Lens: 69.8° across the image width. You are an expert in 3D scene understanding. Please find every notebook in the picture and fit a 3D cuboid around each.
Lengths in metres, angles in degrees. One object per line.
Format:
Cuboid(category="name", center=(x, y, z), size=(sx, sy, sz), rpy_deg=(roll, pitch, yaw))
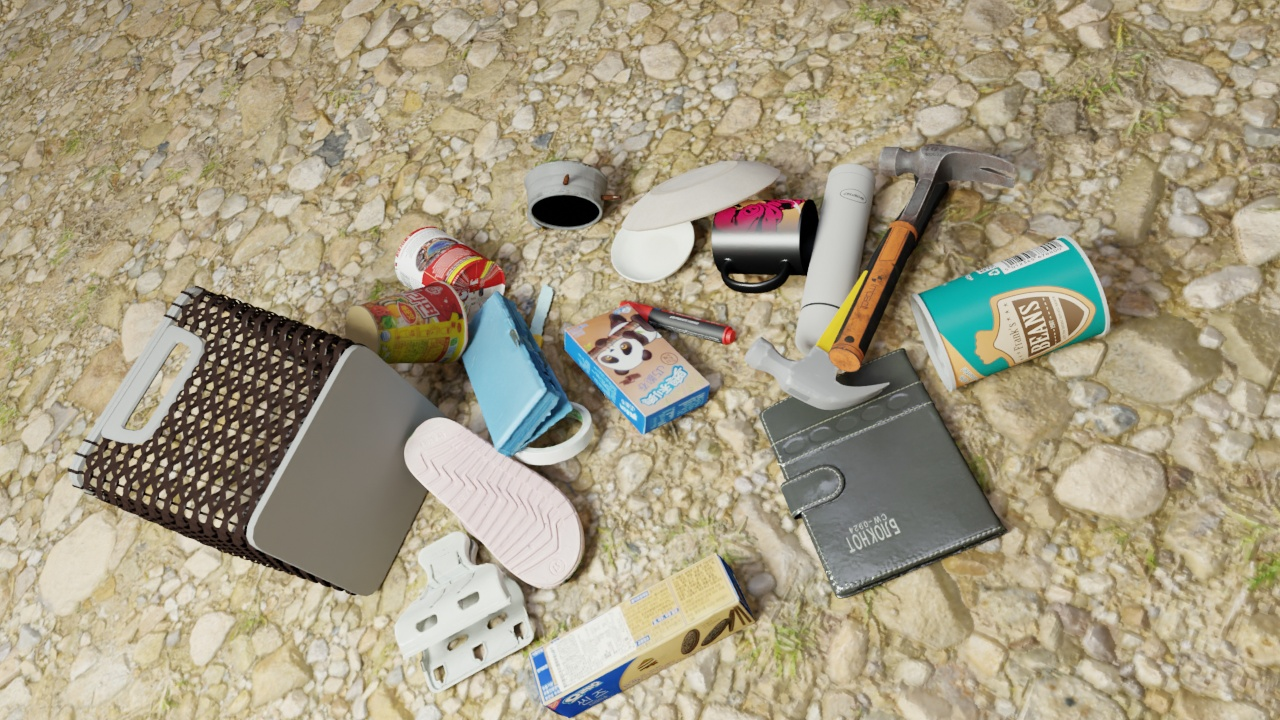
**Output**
Cuboid(category="notebook", center=(0.217, 0.102, 0.870), size=(0.169, 0.029, 0.208), rpy_deg=(-24, 52, 6))

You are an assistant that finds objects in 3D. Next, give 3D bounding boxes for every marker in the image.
Cuboid(category="marker", center=(0.041, -0.043, 1.034), size=(0.145, 0.021, 0.023), rpy_deg=(16, 39, 30))

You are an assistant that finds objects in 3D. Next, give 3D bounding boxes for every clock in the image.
Cuboid(category="clock", center=(-0.101, -0.201, 1.147), size=(0.148, 0.103, 0.056), rpy_deg=(-24, 59, 46))

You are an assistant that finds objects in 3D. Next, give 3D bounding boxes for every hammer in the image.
Cuboid(category="hammer", center=(0.257, -0.106, 0.874), size=(0.138, 0.035, 0.313), rpy_deg=(10, 50, 30))
Cuboid(category="hammer", center=(0.236, -0.081, 0.928), size=(0.127, 0.029, 0.322), rpy_deg=(35, 64, 6))

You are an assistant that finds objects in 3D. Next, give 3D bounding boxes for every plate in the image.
Cuboid(category="plate", center=(0.065, -0.195, 1.043), size=(0.189, 0.027, 0.188), rpy_deg=(-18, 19, 6))
Cuboid(category="plate", center=(0.018, -0.132, 1.092), size=(0.104, 0.026, 0.104), rpy_deg=(-10, 59, 17))

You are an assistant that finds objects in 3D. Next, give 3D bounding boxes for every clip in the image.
Cuboid(category="clip", center=(-0.190, 0.241, 0.933), size=(0.126, 0.099, 0.152), rpy_deg=(-28, 65, 3))

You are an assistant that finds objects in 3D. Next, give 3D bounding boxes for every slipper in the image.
Cuboid(category="slipper", center=(-0.150, 0.149, 0.979), size=(0.239, 0.064, 0.094), rpy_deg=(36, 76, 21))

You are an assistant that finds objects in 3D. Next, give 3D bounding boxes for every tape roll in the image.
Cuboid(category="tape roll", center=(-0.098, 0.078, 1.000), size=(0.094, 0.018, 0.093), rpy_deg=(-9, 32, 6))

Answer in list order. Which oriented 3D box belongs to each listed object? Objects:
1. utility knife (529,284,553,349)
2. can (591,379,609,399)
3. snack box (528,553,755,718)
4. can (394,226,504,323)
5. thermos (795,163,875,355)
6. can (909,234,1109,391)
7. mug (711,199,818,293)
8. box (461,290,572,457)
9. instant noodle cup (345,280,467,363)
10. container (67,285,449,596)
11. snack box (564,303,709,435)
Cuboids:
Cuboid(category="utility knife", center=(-0.136, 0.002, 1.090), size=(0.030, 0.019, 0.216), rpy_deg=(5, 60, 16))
Cuboid(category="can", center=(-0.047, 0.006, 1.035), size=(0.031, 0.031, 0.080), rpy_deg=(-37, 54, -1))
Cuboid(category="snack box", center=(0.000, 0.258, 0.855), size=(0.207, 0.057, 0.056), rpy_deg=(-29, 51, 6))
Cuboid(category="can", center=(-0.240, -0.108, 1.152), size=(0.116, 0.086, 0.086), rpy_deg=(32, 77, 34))
Cuboid(category="thermos", center=(0.208, -0.106, 0.978), size=(0.052, 0.052, 0.223), rpy_deg=(4, 64, 25))
Cuboid(category="can", center=(0.340, -0.043, 0.855), size=(0.144, 0.099, 0.099), rpy_deg=(-22, 55, 10))
Cuboid(category="mug", center=(0.133, -0.120, 0.997), size=(0.098, 0.082, 0.117), rpy_deg=(4, 55, 25))
Cuboid(category="box", center=(-0.147, 0.014, 1.038), size=(0.093, 0.054, 0.231), rpy_deg=(-52, 36, 12))
Cuboid(category="instant noodle cup", center=(-0.273, -0.038, 1.061), size=(0.100, 0.112, 0.100), rpy_deg=(9, 104, 41))
Cuboid(category="container", center=(-0.393, 0.096, 1.006), size=(0.244, 0.246, 0.246), rpy_deg=(13, 68, 25))
Cuboid(category="snack box", center=(-0.006, 0.006, 0.991), size=(0.087, 0.034, 0.151), rpy_deg=(-25, 52, -27))
